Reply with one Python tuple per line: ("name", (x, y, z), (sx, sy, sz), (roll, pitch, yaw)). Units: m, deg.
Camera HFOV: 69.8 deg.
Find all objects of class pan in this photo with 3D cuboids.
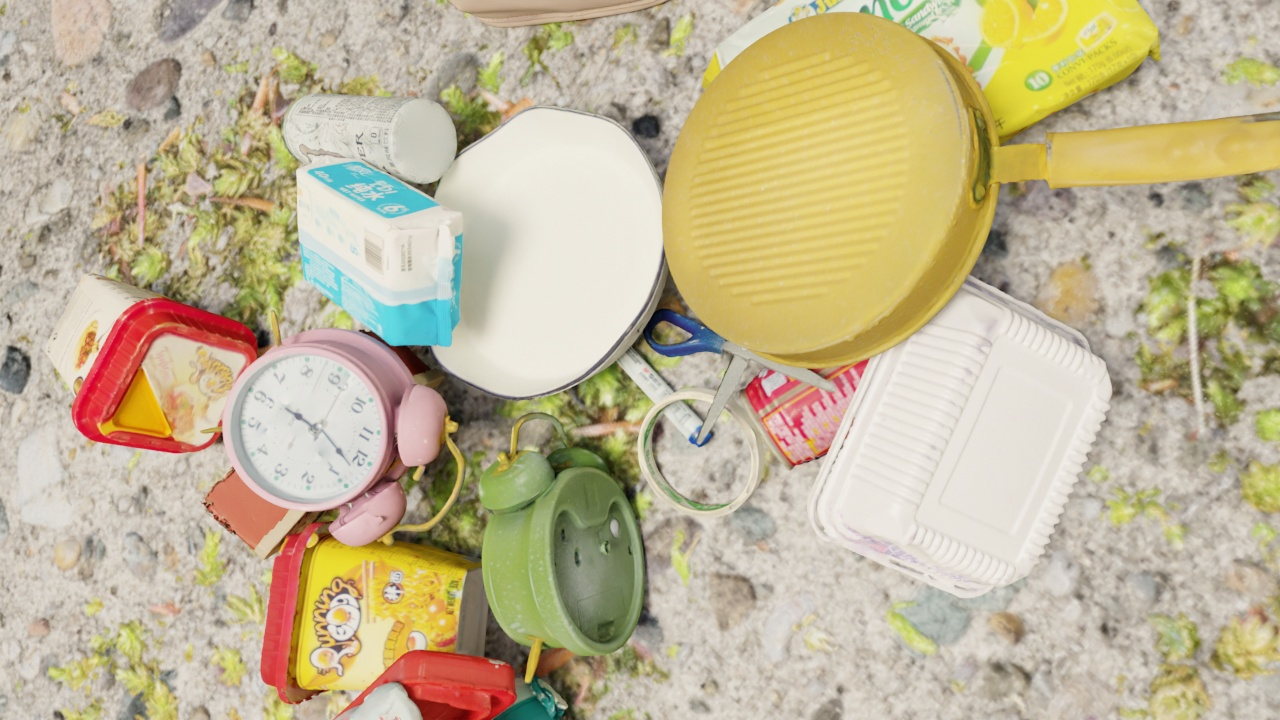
("pan", (0.168, -0.096, 0.476), (0.358, 0.078, 0.197), (-3, 82, 41))

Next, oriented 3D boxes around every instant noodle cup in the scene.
("instant noodle cup", (0.188, 0.046, 0.512), (0.138, 0.060, 0.173), (24, 92, -16))
("instant noodle cup", (-0.385, -0.003, 0.713), (0.124, 0.116, 0.116), (29, 92, 31))
("instant noodle cup", (-0.171, 0.171, 0.621), (0.124, 0.116, 0.116), (5, 83, 6))

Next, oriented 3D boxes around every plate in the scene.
("plate", (-0.067, -0.072, 0.635), (0.205, 0.045, 0.204), (-6, 78, 27))

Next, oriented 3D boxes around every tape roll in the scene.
("tape roll", (0.039, 0.061, 0.599), (0.086, 0.013, 0.086), (7, 105, 26))

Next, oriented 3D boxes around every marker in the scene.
("marker", (-0.004, 0.004, 0.635), (0.017, 0.017, 0.146), (-45, 72, 7))

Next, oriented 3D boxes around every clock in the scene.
("clock", (-0.184, 0.049, 0.577), (0.158, 0.060, 0.117), (32, 94, -3))
("clock", (-0.051, 0.112, 0.585), (0.056, 0.116, 0.161), (-13, 81, 26))

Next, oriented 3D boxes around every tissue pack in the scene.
("tissue pack", (-0.174, -0.075, 0.618), (0.140, 0.063, 0.090), (31, 129, 31))

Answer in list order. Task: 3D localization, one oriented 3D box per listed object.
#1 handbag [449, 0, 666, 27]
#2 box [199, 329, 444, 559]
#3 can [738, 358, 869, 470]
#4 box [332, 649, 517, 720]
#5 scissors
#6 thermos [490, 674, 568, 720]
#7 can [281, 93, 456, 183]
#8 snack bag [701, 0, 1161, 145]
("handbag", (-0.054, -0.371, 0.678), (0.193, 0.093, 0.234), (-2, 74, 18))
("box", (-0.229, 0.050, 0.655), (0.077, 0.091, 0.168), (43, 96, -2))
("can", (0.116, 0.019, 0.568), (0.094, 0.066, 0.066), (-34, 74, 10))
("box", (-0.156, 0.255, 0.554), (0.202, 0.095, 0.098), (-45, 37, 40))
("scissors", (0.068, -0.016, 0.578), (0.162, 0.012, 0.174), (-44, 36, -16))
("thermos", (-0.028, 0.297, 0.562), (0.073, 0.073, 0.224), (-47, 62, 6))
("can", (-0.203, -0.166, 0.678), (0.147, 0.058, 0.058), (15, 87, 37))
("snack bag", (0.177, -0.185, 0.577), (0.247, 0.068, 0.158), (-30, 74, 13))
